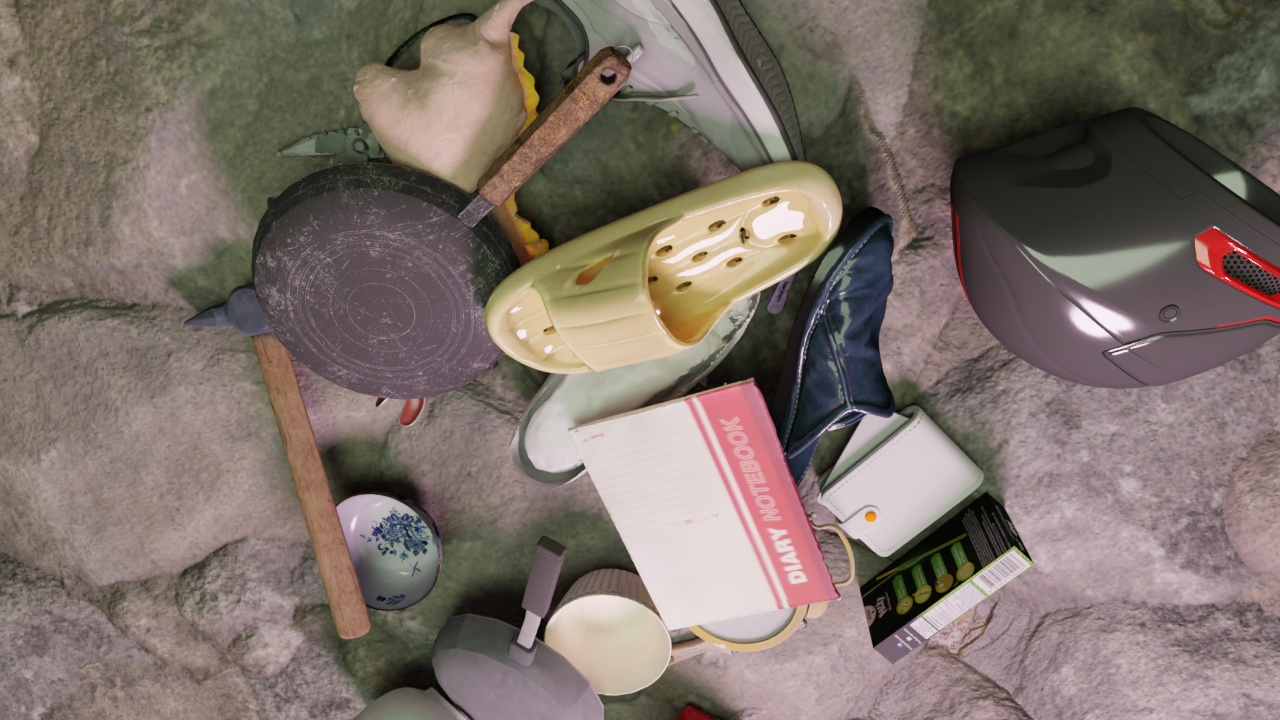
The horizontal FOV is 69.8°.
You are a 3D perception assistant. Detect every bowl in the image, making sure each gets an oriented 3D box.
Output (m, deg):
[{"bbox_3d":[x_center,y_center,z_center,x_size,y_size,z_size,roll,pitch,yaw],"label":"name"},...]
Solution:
[{"bbox_3d":[-0.227,0.165,0.833,0.114,0.045,0.114,3,103,11],"label":"bowl"},{"bbox_3d":[-0.200,0.374,0.894,0.153,0.154,0.072,49,66,-16],"label":"bowl"},{"bbox_3d":[-0.028,0.244,0.849,0.115,0.062,0.115,2,114,4],"label":"bowl"}]

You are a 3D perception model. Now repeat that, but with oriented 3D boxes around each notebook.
[{"bbox_3d":[0.053,0.121,0.720,0.153,0.012,0.209,-16,113,19],"label":"notebook"}]

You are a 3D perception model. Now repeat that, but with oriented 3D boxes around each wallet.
[{"bbox_3d":[0.207,0.095,0.776,0.115,0.037,0.119,43,107,-14],"label":"wallet"}]

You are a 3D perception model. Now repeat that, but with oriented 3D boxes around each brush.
[{"bbox_3d":[0.083,0.264,0.877,0.151,0.012,0.039,-24,110,16],"label":"brush"}]

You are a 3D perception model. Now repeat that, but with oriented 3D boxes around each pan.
[{"bbox_3d":[-0.133,-0.090,0.645,0.207,0.040,0.358,38,120,-25],"label":"pan"},{"bbox_3d":[-0.103,0.253,0.792,0.178,0.041,0.358,27,138,9],"label":"pan"}]

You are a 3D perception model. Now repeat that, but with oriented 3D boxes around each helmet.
[{"bbox_3d":[0.319,-0.067,0.624,0.264,0.163,0.170,23,126,-17],"label":"helmet"}]

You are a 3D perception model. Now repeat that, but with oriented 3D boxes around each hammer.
[{"bbox_3d":[-0.287,0.091,0.785,0.129,0.040,0.322,-9,102,12],"label":"hammer"}]

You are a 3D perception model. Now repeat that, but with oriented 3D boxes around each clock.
[{"bbox_3d":[0.105,0.176,0.795,0.159,0.081,0.117,-14,103,19],"label":"clock"}]

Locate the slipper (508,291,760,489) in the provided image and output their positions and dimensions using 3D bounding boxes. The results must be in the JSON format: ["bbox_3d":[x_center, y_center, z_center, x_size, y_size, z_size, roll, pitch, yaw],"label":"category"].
[{"bbox_3d":[-0.004,0.004,0.731,0.112,0.074,0.247,39,106,-23],"label":"slipper"}]

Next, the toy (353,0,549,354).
[{"bbox_3d":[-0.093,-0.119,0.678,0.196,0.065,0.264,-23,118,22],"label":"toy"}]

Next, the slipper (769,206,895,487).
[{"bbox_3d":[0.158,0.017,0.695,0.083,0.108,0.266,30,124,27],"label":"slipper"}]

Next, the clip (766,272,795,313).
[{"bbox_3d":[0.112,-0.059,0.717,0.014,0.042,0.052,14,101,-4],"label":"clip"}]

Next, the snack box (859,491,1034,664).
[{"bbox_3d":[0.258,0.186,0.789,0.025,0.080,0.148,40,111,-13],"label":"snack box"}]

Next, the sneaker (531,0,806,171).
[{"bbox_3d":[0.016,-0.201,0.634,0.129,0.096,0.263,-30,110,29],"label":"sneaker"}]

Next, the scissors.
[{"bbox_3d":[-0.189,-0.191,0.690,0.210,0.015,0.142,-4,117,5],"label":"scissors"}]

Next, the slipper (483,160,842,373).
[{"bbox_3d":[0.020,-0.045,0.626,0.262,0.079,0.111,-25,135,11],"label":"slipper"}]

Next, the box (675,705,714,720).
[{"bbox_3d":[0.034,0.439,0.898,0.112,0.134,0.158,23,114,-7],"label":"box"}]

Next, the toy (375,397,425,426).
[{"bbox_3d":[-0.190,-0.002,0.768,0.049,0.030,0.112,32,114,22],"label":"toy"}]
